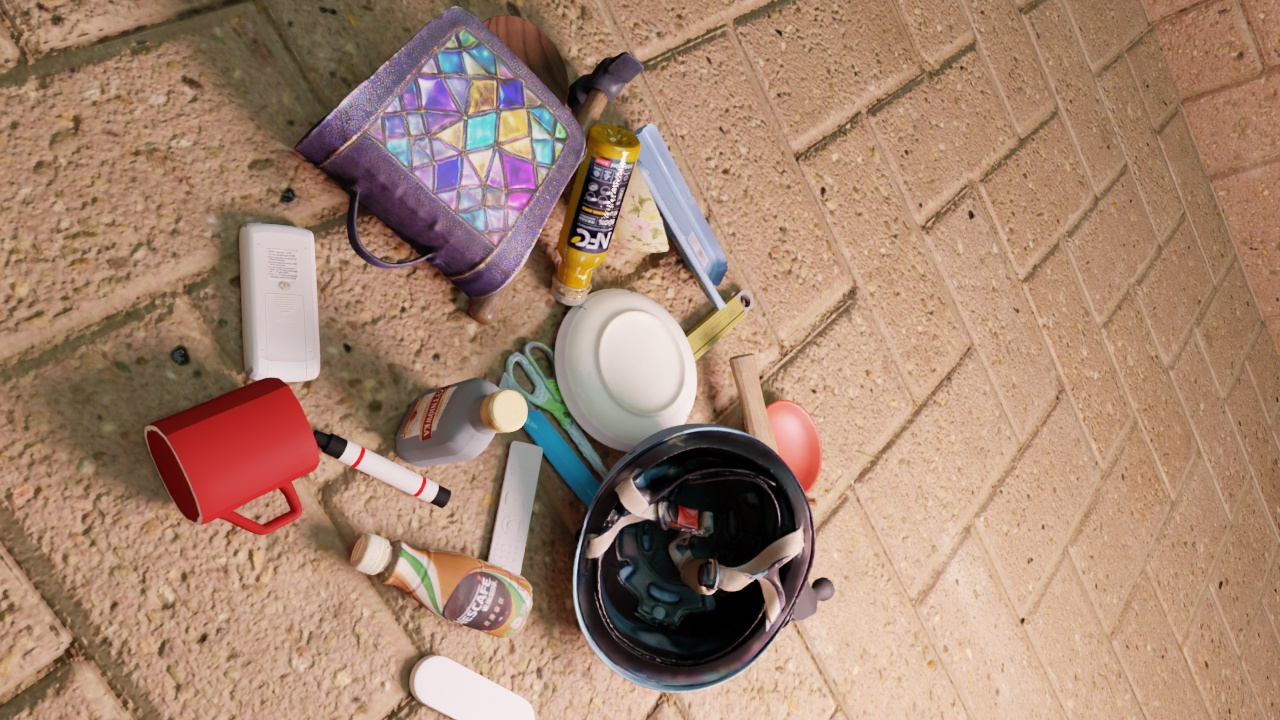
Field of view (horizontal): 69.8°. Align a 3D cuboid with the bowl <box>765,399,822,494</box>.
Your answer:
[{"bbox_3d":[0.171,0.111,1.129,0.121,0.035,0.122,9,76,-37],"label":"bowl"}]

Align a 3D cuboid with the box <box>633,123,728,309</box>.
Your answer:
[{"bbox_3d":[0.041,-0.160,1.044,0.209,0.039,0.126,57,24,-27],"label":"box"}]

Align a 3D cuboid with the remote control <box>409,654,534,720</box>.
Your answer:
[{"bbox_3d":[-0.153,0.313,0.843,0.136,0.013,0.043,39,59,-26],"label":"remote control"}]

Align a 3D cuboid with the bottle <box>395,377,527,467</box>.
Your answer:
[{"bbox_3d":[-0.154,0.052,0.798,0.046,0.162,0.072,36,61,-28],"label":"bottle"}]

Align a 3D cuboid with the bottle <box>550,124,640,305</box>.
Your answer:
[{"bbox_3d":[-0.050,-0.140,0.920,0.053,0.187,0.053,14,35,-10],"label":"bottle"}]

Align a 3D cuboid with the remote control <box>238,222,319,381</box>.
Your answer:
[{"bbox_3d":[-0.307,-0.050,0.783,0.060,0.026,0.138,1,78,-39],"label":"remote control"}]

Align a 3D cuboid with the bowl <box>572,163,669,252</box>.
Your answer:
[{"bbox_3d":[-0.030,-0.170,0.987,0.063,0.145,0.145,-27,100,-2],"label":"bowl"}]

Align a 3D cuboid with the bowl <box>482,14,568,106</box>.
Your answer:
[{"bbox_3d":[-0.134,-0.300,0.968,0.119,0.032,0.119,9,76,-37],"label":"bowl"}]

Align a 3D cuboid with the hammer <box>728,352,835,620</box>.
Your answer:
[{"bbox_3d":[0.147,0.143,1.053,0.132,0.040,0.305,-9,85,-49],"label":"hammer"}]

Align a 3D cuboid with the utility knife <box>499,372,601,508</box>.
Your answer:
[{"bbox_3d":[-0.084,0.091,0.940,0.031,0.015,0.198,-47,114,-29],"label":"utility knife"}]

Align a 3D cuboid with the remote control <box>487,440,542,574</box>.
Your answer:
[{"bbox_3d":[-0.123,0.145,0.898,0.033,0.012,0.130,16,71,-20],"label":"remote control"}]

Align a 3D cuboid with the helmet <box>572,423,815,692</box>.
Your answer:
[{"bbox_3d":[0.051,0.189,0.916,0.225,0.167,0.265,24,93,0],"label":"helmet"}]

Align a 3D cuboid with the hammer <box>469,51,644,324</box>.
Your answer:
[{"bbox_3d":[-0.092,-0.178,0.942,0.040,0.129,0.321,32,73,-23],"label":"hammer"}]

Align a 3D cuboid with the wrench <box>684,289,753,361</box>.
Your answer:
[{"bbox_3d":[0.050,-0.015,1.068,0.272,0.018,0.083,-41,105,-36],"label":"wrench"}]

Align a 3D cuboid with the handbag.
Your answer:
[{"bbox_3d":[-0.183,-0.177,0.840,0.205,0.126,0.221,42,69,-25],"label":"handbag"}]

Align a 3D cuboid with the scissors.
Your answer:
[{"bbox_3d":[-0.078,0.058,0.954,0.064,0.034,0.174,-45,113,-38],"label":"scissors"}]

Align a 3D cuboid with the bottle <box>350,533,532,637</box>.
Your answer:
[{"bbox_3d":[-0.176,0.197,0.818,0.167,0.059,0.059,31,63,-30],"label":"bottle"}]

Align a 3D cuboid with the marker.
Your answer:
[{"bbox_3d":[-0.234,0.095,0.817,0.145,0.019,0.019,33,62,-29],"label":"marker"}]

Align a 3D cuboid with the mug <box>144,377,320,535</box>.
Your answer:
[{"bbox_3d":[-0.313,0.084,0.719,0.096,0.081,0.116,-28,106,-39],"label":"mug"}]

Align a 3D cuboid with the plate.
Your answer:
[{"bbox_3d":[-0.006,0.006,0.986,0.182,0.034,0.182,11,70,-33],"label":"plate"}]
